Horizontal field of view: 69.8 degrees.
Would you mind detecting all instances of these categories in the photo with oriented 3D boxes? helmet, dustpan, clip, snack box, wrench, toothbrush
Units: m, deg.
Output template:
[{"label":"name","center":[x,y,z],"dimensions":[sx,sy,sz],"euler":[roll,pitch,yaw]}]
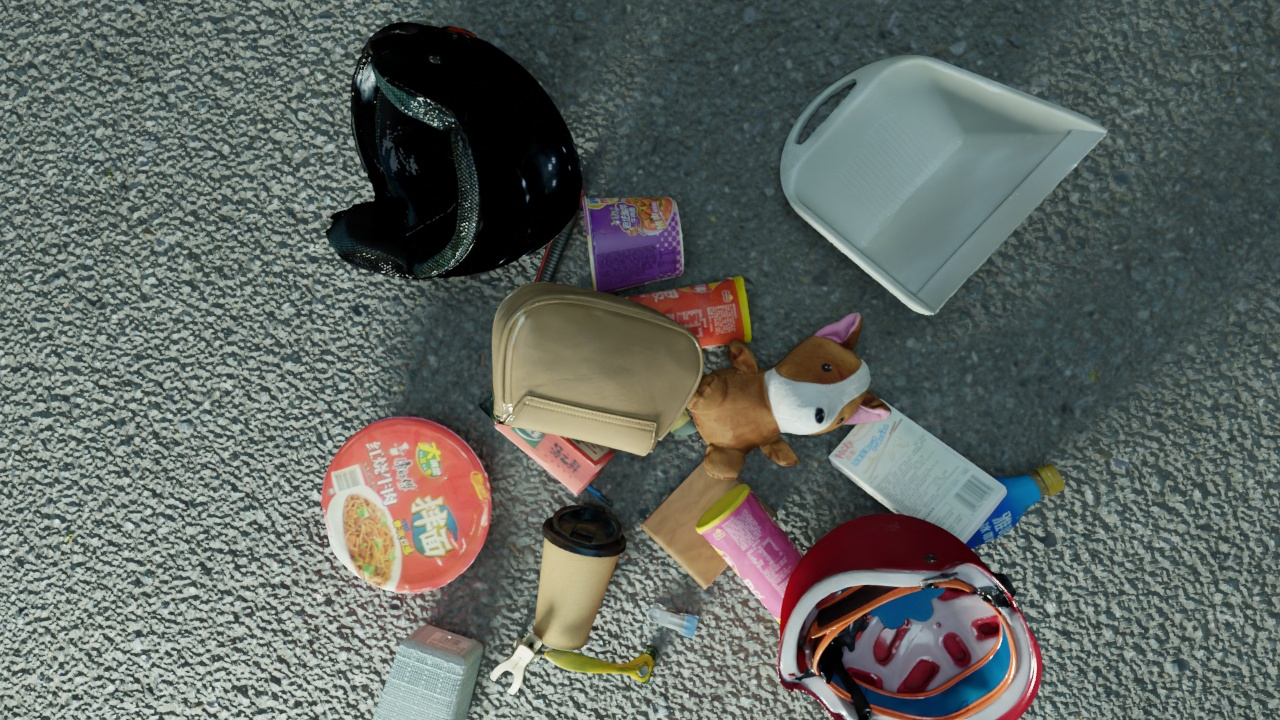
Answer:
[{"label":"helmet","center":[-0.193,-0.211,0.931],"dimensions":[0.274,0.229,0.234],"euler":[58,134,31]},{"label":"dustpan","center":[0.254,-0.196,0.890],"dimensions":[0.142,0.257,0.223],"euler":[40,96,-19]},{"label":"helmet","center":[0.245,0.239,0.862],"dimensions":[0.240,0.143,0.207],"euler":[34,114,-16]},{"label":"clip","center":[0.035,0.285,1.013],"dimensions":[0.058,0.038,0.026],"euler":[17,95,5]},{"label":"snack box","center":[-0.091,0.085,0.969],"dimensions":[0.113,0.127,0.044],"euler":[39,95,6]},{"label":"clip","center":[-0.135,0.331,0.989],"dimensions":[0.035,0.103,0.092],"euler":[37,74,4]},{"label":"wrench","center":[-0.115,-0.064,1.013],"dimensions":[0.016,0.056,0.273],"euler":[20,89,-30]},{"label":"snack box","center":[0.280,0.117,0.935],"dimensions":[0.157,0.027,0.084],"euler":[39,83,30]},{"label":"toothbrush","center":[-0.105,0.103,1.029],"dimensions":[0.189,0.014,0.016],"euler":[37,71,4]}]

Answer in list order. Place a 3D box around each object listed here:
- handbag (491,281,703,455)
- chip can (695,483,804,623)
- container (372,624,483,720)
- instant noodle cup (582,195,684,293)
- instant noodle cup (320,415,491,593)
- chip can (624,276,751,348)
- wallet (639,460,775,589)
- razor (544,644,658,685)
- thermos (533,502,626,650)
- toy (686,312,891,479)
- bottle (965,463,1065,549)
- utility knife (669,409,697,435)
[{"label":"handbag","center":[-0.048,0.006,0.893],"dimensions":[0.204,0.100,0.148],"euler":[15,101,-22]},{"label":"chip can","center":[0.151,0.232,0.961],"dimensions":[0.071,0.071,0.210],"euler":[-40,92,6]},{"label":"container","center":[-0.232,0.362,1.013],"dimensions":[0.090,0.090,0.111],"euler":[17,91,6]},{"label":"instant noodle cup","center":[-0.008,-0.126,0.969],"dimensions":[0.099,0.111,0.111],"euler":[-9,90,-2]},{"label":"instant noodle cup","center":[-0.252,0.156,1.022],"dimensions":[0.194,0.066,0.194],"euler":[0,91,6]},{"label":"chip can","center":[0.007,-0.036,0.974],"dimensions":[0.216,0.073,0.073],"euler":[-10,90,2]},{"label":"wallet","center":[0.074,0.175,1.006],"dimensions":[0.101,0.020,0.115],"euler":[43,93,3]},{"label":"razor","center":[-0.042,0.325,0.986],"dimensions":[0.132,0.028,0.043],"euler":[17,97,-28]},{"label":"thermos","center":[-0.071,0.234,0.994],"dimensions":[0.093,0.093,0.143],"euler":[15,102,7]},{"label":"toy","center":[0.148,0.038,0.938],"dimensions":[0.199,0.130,0.140],"euler":[-17,111,3]},{"label":"bottle","center":[0.328,0.165,0.948],"dimensions":[0.219,0.065,0.065],"euler":[-26,88,7]},{"label":"utility knife","center":[-0.006,0.006,1.011],"dimensions":[0.031,0.020,0.196],"euler":[-38,87,2]}]
